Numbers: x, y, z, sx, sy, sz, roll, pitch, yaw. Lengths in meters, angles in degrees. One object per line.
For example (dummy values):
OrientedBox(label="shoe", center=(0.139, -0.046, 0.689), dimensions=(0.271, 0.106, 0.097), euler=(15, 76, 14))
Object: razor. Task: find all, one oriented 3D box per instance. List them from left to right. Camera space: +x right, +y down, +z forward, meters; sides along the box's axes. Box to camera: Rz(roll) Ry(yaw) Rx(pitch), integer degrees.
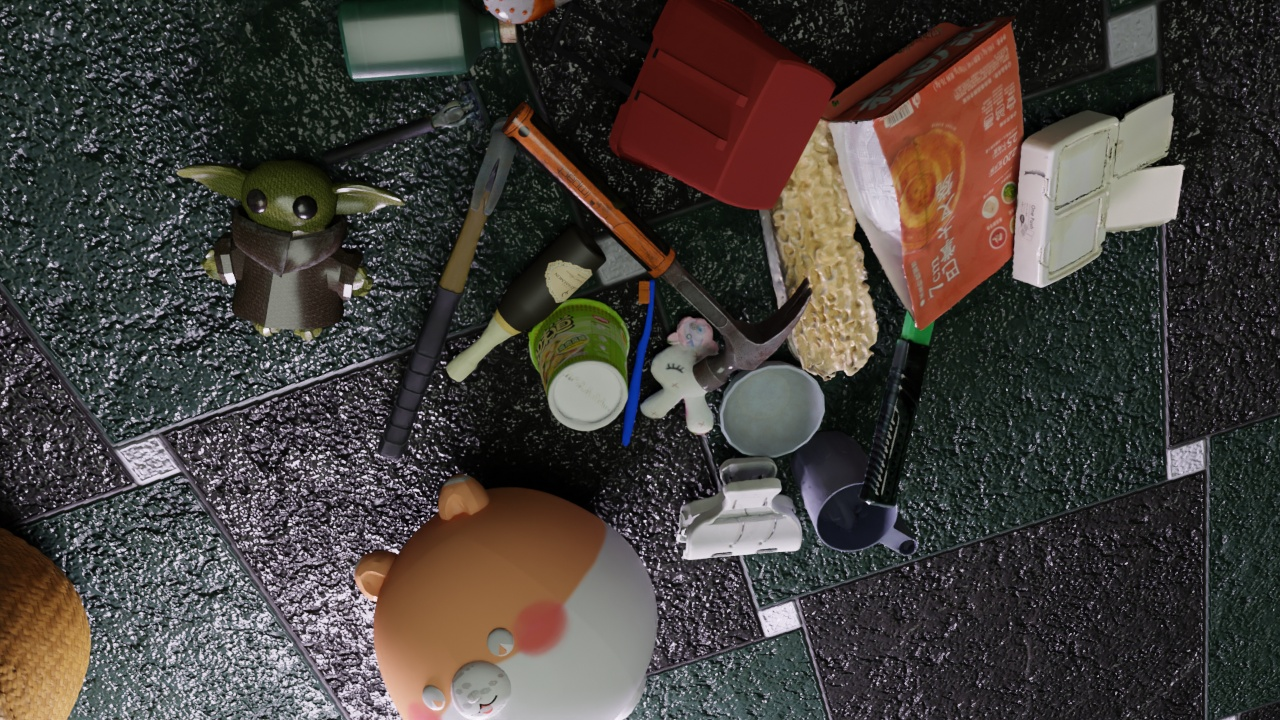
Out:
OrientedBox(label="razor", center=(-0.199, -0.192, 0.771), dimensions=(0.144, 0.022, 0.043), euler=(-20, 117, 3))

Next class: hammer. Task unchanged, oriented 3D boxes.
OrientedBox(label="hammer", center=(-0.175, -0.046, 0.810), dimensions=(0.025, 0.117, 0.334), euler=(20, 118, -14))
OrientedBox(label="hammer", center=(0.014, -0.104, 0.778), dimensions=(0.138, 0.034, 0.314), euler=(-36, 119, 23))
OrientedBox(label="hammer", center=(0.258, -0.019, 0.858), dimensions=(0.130, 0.032, 0.319), euler=(11, 95, -24))

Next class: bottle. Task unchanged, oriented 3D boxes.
OrientedBox(label="bottle", center=(-0.163, -0.256, 0.721), dimensions=(0.131, 0.061, 0.061), euler=(-6, 115, -5))
OrientedBox(label="bottle", center=(-0.112, -0.046, 0.844), dimensions=(0.185, 0.045, 0.045), euler=(-42, 115, 14))

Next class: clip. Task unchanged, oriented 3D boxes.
OrientedBox(label="clip", center=(0.108, 0.169, 0.951), dimensions=(0.126, 0.095, 0.152), euler=(-4, 149, -9))

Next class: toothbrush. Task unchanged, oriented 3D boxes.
OrientedBox(label="toothbrush", center=(-0.005, 0.005, 0.902), dimensions=(0.018, 0.016, 0.183), euler=(7, 116, -5))

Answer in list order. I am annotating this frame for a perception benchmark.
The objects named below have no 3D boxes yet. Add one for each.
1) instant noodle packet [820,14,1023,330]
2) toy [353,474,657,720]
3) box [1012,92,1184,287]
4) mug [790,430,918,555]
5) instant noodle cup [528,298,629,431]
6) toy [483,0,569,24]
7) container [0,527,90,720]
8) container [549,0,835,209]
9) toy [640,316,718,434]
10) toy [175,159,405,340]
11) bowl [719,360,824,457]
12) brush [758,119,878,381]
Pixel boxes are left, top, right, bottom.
OrientedBox(label="instant noodle packet", center=(0.267, -0.155, 0.789), dimensions=(0.164, 0.084, 0.221), euler=(-38, 119, -17))
OrientedBox(label="toy", center=(-0.126, 0.250, 0.876), dimensions=(0.263, 0.265, 0.280), euler=(-41, 100, 11))
OrientedBox(label="box", center=(0.424, -0.160, 0.842), dimensions=(0.183, 0.050, 0.144), euler=(-26, 126, -20))
OrientedBox(label="mug", center=(0.223, 0.141, 0.952), dimensions=(0.124, 0.104, 0.084), euler=(29, 109, -20))
OrientedBox(label="instant noodle cup", center=(-0.052, 0.008, 0.846), dimensions=(0.099, 0.107, 0.099), euler=(-4, 118, -7))
OrientedBox(label="toy", center=(-0.074, -0.353, 0.667), dimensions=(0.164, 0.092, 0.172), euler=(-29, 116, 9))
OrientedBox(label="container", center=(-0.690, 0.288, 0.857), dimensions=(0.307, 0.196, 0.307), euler=(-3, 119, -5))
OrientedBox(label="container", center=(0.037, -0.222, 0.749), dimensions=(0.126, 0.201, 0.148), euler=(-1, 124, -49))
OrientedBox(label="toy", center=(0.045, 0.014, 0.901), dimensions=(0.079, 0.038, 0.123), euler=(8, 113, -4))
OrientedBox(label="toy", center=(-0.297, -0.093, 0.777), dimensions=(0.179, 0.078, 0.153), euler=(7, 115, -8))
OrientedBox(label="bowl", center=(0.129, 0.043, 0.926), dimensions=(0.106, 0.039, 0.106), euler=(-3, 117, -6))
OrientedBox(label="brush", center=(0.160, -0.106, 0.844), dimensions=(0.083, 0.056, 0.271), euler=(-16, 118, -2))
